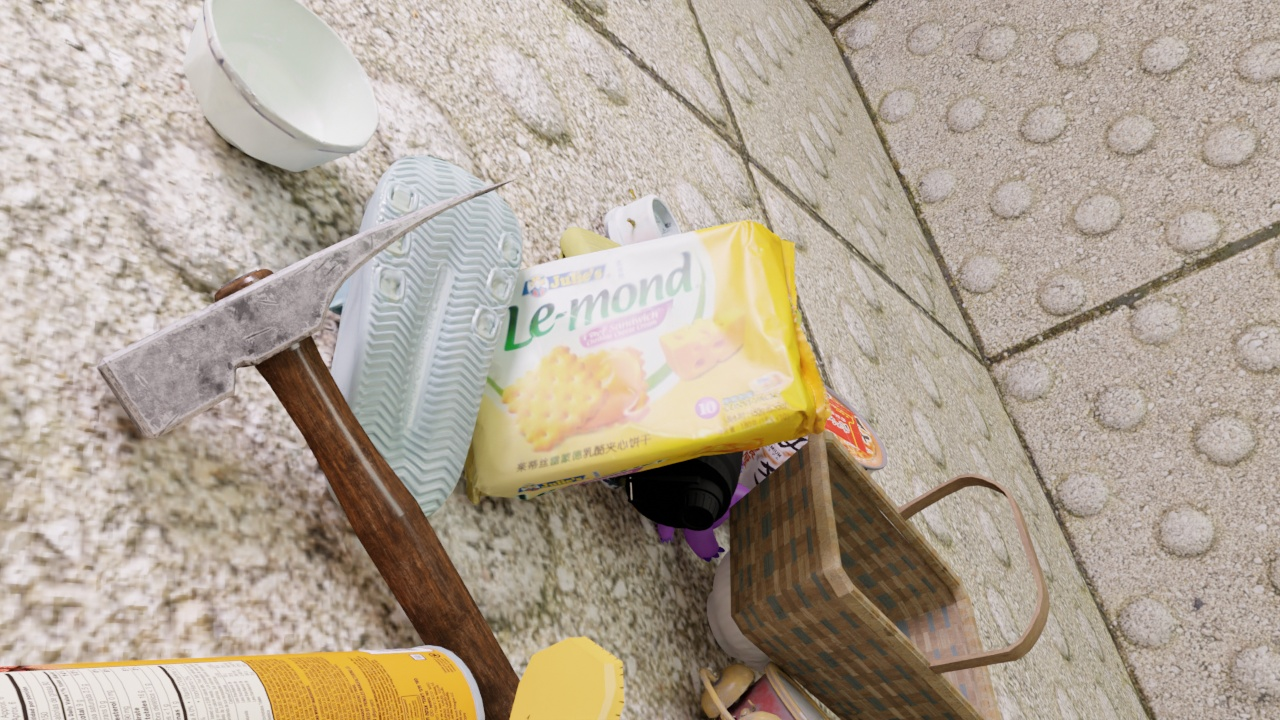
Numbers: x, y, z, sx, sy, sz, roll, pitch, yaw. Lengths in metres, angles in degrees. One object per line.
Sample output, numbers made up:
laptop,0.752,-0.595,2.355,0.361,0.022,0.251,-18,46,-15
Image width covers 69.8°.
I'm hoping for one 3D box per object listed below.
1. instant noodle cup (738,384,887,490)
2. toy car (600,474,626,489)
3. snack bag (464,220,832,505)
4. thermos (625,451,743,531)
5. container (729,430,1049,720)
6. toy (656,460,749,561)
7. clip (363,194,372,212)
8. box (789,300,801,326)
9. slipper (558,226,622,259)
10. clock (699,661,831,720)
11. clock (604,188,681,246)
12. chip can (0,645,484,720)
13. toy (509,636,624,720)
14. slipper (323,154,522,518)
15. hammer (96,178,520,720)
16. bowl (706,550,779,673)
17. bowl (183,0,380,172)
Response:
instant noodle cup,0.138,0.095,0.845,0.123,0.122,0.123,30,25,-16
toy car,-0.015,0.074,0.726,0.038,0.027,0.089,65,28,-2
snack bag,-0.004,0.004,0.608,0.068,0.247,0.159,71,9,-58
thermos,0.040,0.047,0.716,0.086,0.086,0.198,48,33,-24
container,0.202,0.170,0.688,0.250,0.187,0.157,45,30,-28
toy,0.045,0.110,0.765,0.105,0.056,0.088,-40,104,-29
clip,-0.169,-0.095,0.644,0.056,0.046,0.101,44,29,-38
box,0.106,-0.019,0.974,0.124,0.082,0.220,51,27,-18
slipper,-0.025,-0.038,0.753,0.091,0.082,0.190,18,26,-27
clock,0.091,0.275,0.638,0.159,0.081,0.117,47,0,-21
clock,0.012,-0.114,0.932,0.117,0.057,0.083,50,27,-36
chip can,-0.160,0.148,0.341,0.214,0.075,0.075,21,46,-53
toy,0.003,0.271,0.424,0.267,0.141,0.246,34,58,-44
slipper,-0.141,-0.019,0.554,0.104,0.074,0.244,29,56,-38
hammer,-0.095,0.072,0.484,0.217,0.037,0.300,-35,106,-29
bowl,0.095,0.205,0.751,0.118,0.062,0.117,42,31,-33
bowl,-0.224,-0.163,0.556,0.117,0.061,0.117,42,31,-33
